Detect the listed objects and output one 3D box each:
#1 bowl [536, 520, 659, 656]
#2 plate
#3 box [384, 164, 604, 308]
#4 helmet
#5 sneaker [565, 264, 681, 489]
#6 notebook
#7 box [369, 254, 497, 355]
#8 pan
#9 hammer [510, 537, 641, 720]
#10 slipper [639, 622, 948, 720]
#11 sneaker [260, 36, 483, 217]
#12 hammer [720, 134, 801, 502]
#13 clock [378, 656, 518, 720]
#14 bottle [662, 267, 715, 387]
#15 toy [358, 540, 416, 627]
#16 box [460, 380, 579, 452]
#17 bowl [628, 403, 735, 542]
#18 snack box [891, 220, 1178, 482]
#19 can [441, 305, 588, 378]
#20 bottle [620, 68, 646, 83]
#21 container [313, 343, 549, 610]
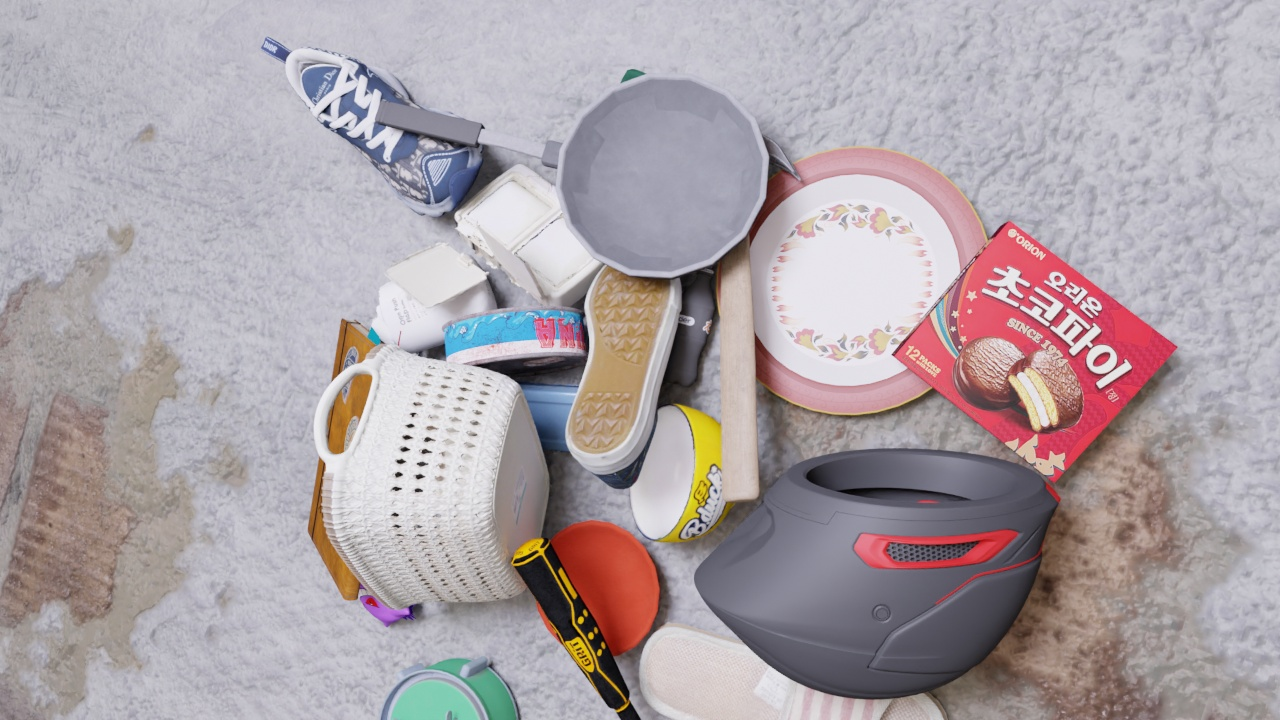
[{"bbox_3d":[-0.035,0.206,0.839,0.122,0.035,0.122,-2,85,21],"label":"bowl"},{"bbox_3d":[0.179,-0.068,0.786,0.230,0.021,0.229,-2,85,21],"label":"plate"},{"bbox_3d":[-0.116,-0.109,0.830,0.145,0.185,0.096,36,136,17],"label":"box"},{"bbox_3d":[0.173,0.167,0.694,0.265,0.164,0.170,0,102,3],"label":"helmet"},{"bbox_3d":[-0.005,0.005,0.793,0.087,0.079,0.234,-5,51,19],"label":"sneaker"},{"bbox_3d":[-0.284,0.078,0.893,0.178,0.014,0.249,26,106,56],"label":"notebook"},{"bbox_3d":[-0.218,-0.040,0.911,0.162,0.112,0.084,-18,83,5],"label":"box"},{"bbox_3d":[-0.065,-0.175,0.793,0.357,0.041,0.178,16,84,11],"label":"pan"},{"bbox_3d":[-0.019,0.288,0.770,0.123,0.036,0.320,-26,101,16],"label":"hammer"},{"bbox_3d":[0.118,0.286,0.766,0.263,0.052,0.115,9,90,22],"label":"slipper"},{"bbox_3d":[-0.263,-0.234,0.883,0.269,0.132,0.103,41,99,34],"label":"sneaker"},{"bbox_3d":[0.078,-0.047,0.766,0.120,0.030,0.330,-11,65,29],"label":"hammer"},{"bbox_3d":[-0.178,0.367,0.859,0.122,0.075,0.161,-12,82,19],"label":"clock"},{"bbox_3d":[0.045,-0.032,0.826,0.036,0.036,0.110,16,91,21],"label":"bottle"},{"bbox_3d":[-0.253,0.220,0.910,0.106,0.055,0.088,-38,68,50],"label":"toy"},{"bbox_3d":[-0.092,0.053,0.884,0.210,0.049,0.066,3,106,23],"label":"box"},{"bbox_3d":[0.045,0.100,0.790,0.118,0.067,0.117,-36,49,55],"label":"bowl"},{"bbox_3d":[0.300,-0.007,0.712,0.152,0.035,0.133,40,99,7],"label":"snack box"},{"bbox_3d":[-0.113,-0.014,0.835,0.130,0.129,0.044,-9,82,20],"label":"can"},{"bbox_3d":[-0.011,-0.192,0.844,0.061,0.061,0.131,28,94,20],"label":"bottle"},{"bbox_3d":[-0.168,0.108,0.789,0.143,0.247,0.184,4,57,7],"label":"container"}]
